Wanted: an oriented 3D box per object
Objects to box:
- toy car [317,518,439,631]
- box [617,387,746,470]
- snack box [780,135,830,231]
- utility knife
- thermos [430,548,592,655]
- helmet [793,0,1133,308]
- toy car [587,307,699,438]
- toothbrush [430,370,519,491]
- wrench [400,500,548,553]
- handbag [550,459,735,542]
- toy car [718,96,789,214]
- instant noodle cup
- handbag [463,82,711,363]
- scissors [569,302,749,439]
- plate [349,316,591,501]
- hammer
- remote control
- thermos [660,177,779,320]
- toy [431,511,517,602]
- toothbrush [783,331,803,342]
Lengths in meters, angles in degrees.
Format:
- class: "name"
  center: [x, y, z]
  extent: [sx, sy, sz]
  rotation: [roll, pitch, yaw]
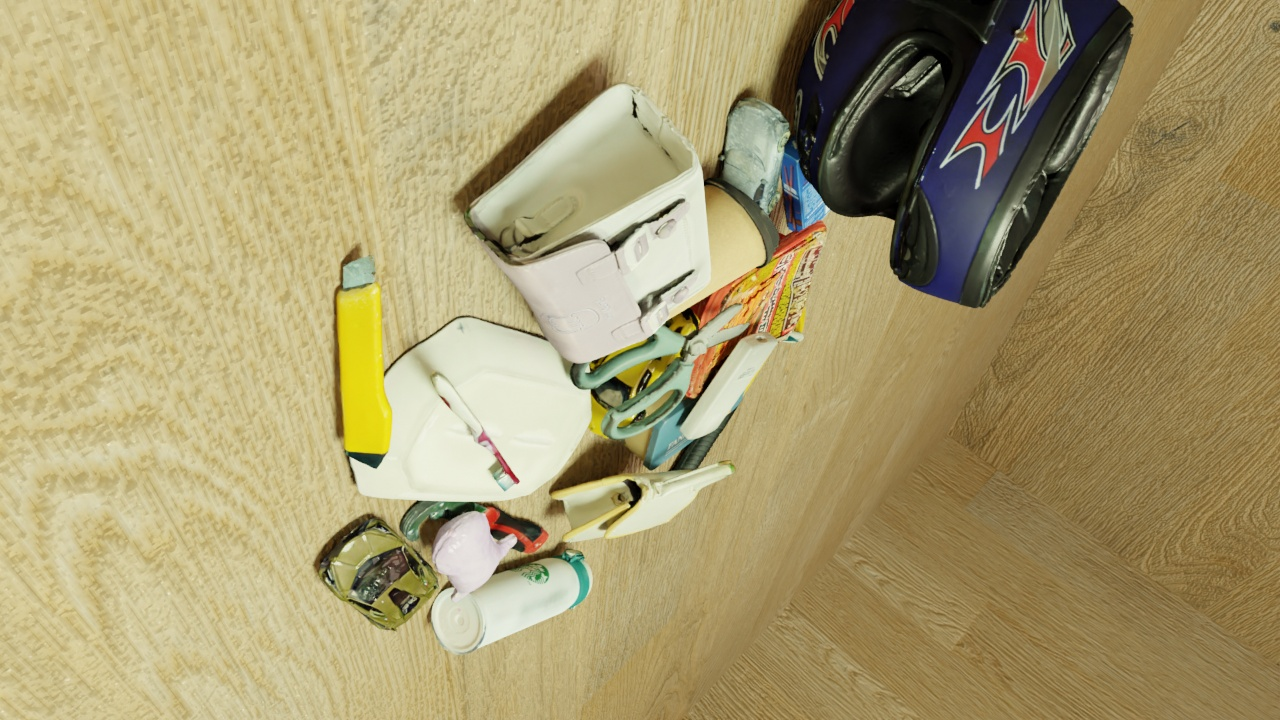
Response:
- class: "toy car"
  center: [-0.217, 0.183, 0.769]
  extent: [0.070, 0.042, 0.158]
  rotation: [-45, 153, -16]
- class: "box"
  center: [0.047, 0.046, 1.026]
  extent: [0.183, 0.062, 0.090]
  rotation: [-36, 151, -36]
- class: "snack box"
  center: [0.186, -0.201, 0.966]
  extent: [0.084, 0.026, 0.157]
  rotation: [-48, 156, -8]
- class: "utility knife"
  center: [-0.176, 0.004, 0.590]
  extent: [0.033, 0.015, 0.174]
  rotation: [4, 128, -9]
- class: "thermos"
  center: [-0.128, 0.256, 1.002]
  extent: [0.073, 0.073, 0.223]
  rotation: [-58, 156, 15]
- class: "helmet"
  center: [0.249, -0.213, 0.783]
  extent: [0.314, 0.240, 0.248]
  rotation: [-53, 154, -23]
- class: "toy car"
  center: [-0.005, 0.005, 0.857]
  extent: [0.156, 0.071, 0.041]
  rotation: [-55, 158, 10]
- class: "toothbrush"
  center: [-0.123, 0.057, 0.685]
  extent: [0.017, 0.016, 0.188]
  rotation: [-37, 150, -11]
- class: "wrench"
  center: [-0.147, 0.162, 0.893]
  extent: [0.056, 0.016, 0.273]
  rotation: [-48, 156, 0]
- class: "handbag"
  center: [0.013, 0.149, 0.997]
  extent: [0.179, 0.063, 0.163]
  rotation: [-21, 168, 23]
- class: "toy car"
  center: [0.097, -0.173, 0.808]
  extent: [0.036, 0.054, 0.121]
  rotation: [-41, 154, -29]
- class: "instant noodle cup"
  center: [0.100, -0.062, 0.942]
  extent: [0.188, 0.079, 0.165]
  rotation: [-35, 152, -34]
- class: "handbag"
  center: [-0.025, -0.080, 0.656]
  extent: [0.145, 0.098, 0.197]
  rotation: [-35, 161, -4]
- class: "scissors"
  center: [0.013, -0.004, 0.784]
  extent: [0.178, 0.019, 0.169]
  rotation: [-42, 139, 12]
- class: "plate"
  center: [-0.118, 0.056, 0.746]
  extent: [0.162, 0.034, 0.265]
  rotation: [-58, 153, 6]
- class: "hammer"
  center: [0.121, 0.043, 1.193]
  extent: [0.301, 0.033, 0.128]
  rotation: [-59, 155, 16]
- class: "remote control"
  center: [0.089, 0.027, 0.949]
  extent: [0.056, 0.019, 0.135]
  rotation: [-15, 144, -50]
- class: "thermos"
  center: [0.046, -0.091, 0.799]
  extent: [0.143, 0.093, 0.093]
  rotation: [-39, 154, -12]
- class: "toy"
  center: [-0.153, 0.173, 0.830]
  extent: [0.083, 0.039, 0.108]
  rotation: [-45, 150, -19]
- class: "toothbrush"
  center: [0.165, -0.028, 1.108]
  extent: [0.191, 0.018, 0.016]
  rotation: [0, 124, -60]
